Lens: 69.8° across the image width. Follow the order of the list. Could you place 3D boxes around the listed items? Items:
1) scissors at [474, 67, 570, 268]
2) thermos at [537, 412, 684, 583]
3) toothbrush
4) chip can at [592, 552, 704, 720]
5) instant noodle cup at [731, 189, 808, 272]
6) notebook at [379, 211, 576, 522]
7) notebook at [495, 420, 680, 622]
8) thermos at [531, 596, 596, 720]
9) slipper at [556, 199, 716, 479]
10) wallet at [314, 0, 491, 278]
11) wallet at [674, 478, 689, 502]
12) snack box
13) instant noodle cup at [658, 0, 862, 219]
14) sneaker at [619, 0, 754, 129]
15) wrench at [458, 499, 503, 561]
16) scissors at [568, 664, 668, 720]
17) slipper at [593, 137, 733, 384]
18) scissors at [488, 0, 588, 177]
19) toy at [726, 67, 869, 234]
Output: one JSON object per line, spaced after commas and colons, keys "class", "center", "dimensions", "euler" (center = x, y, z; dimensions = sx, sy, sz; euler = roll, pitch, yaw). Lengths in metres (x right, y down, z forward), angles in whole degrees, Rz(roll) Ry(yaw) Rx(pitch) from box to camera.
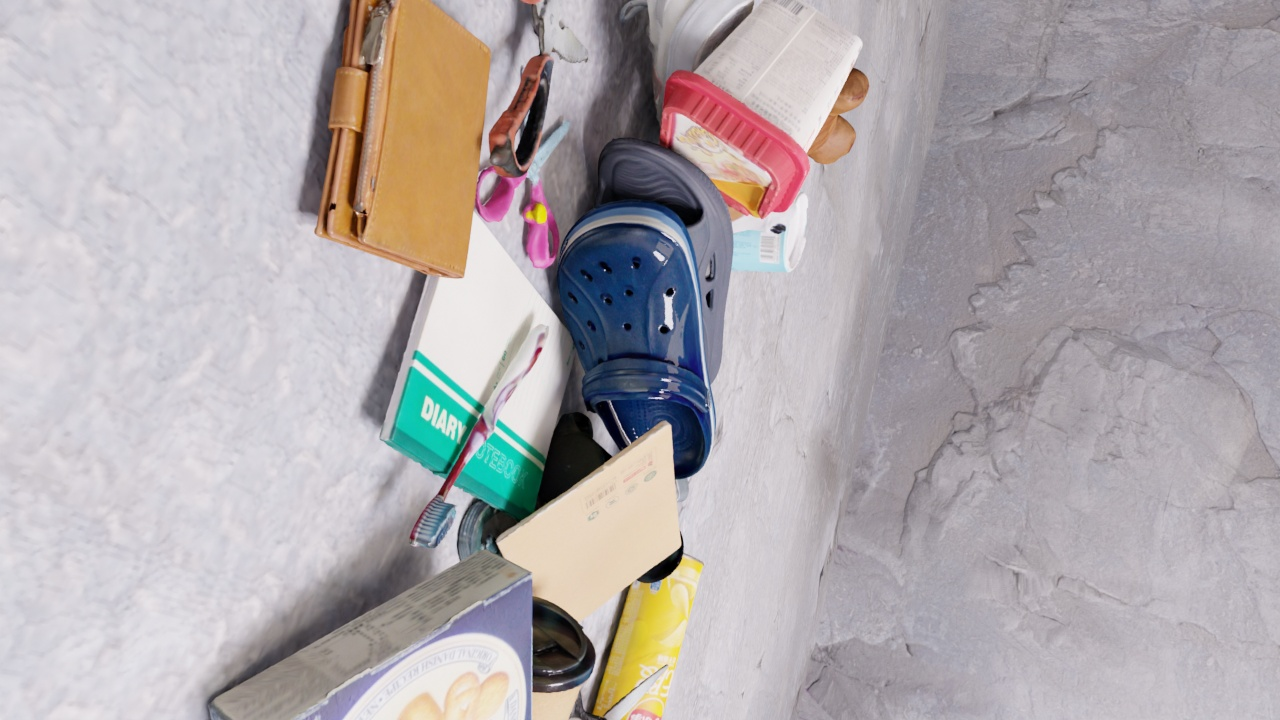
{"class": "scissors", "center": [-0.075, -0.122, 0.603], "dimensions": [0.134, 0.017, 0.133], "euler": [-35, 128, -59]}
{"class": "thermos", "center": [-0.021, 0.120, 0.790], "dimensions": [0.242, 0.068, 0.089], "euler": [60, 27, -59]}
{"class": "toothbrush", "center": [-0.092, 0.040, 0.567], "dimensions": [0.187, 0.017, 0.016], "euler": [-65, 154, -42]}
{"class": "chip can", "center": [0.003, 0.298, 0.929], "dimensions": [0.072, 0.072, 0.213], "euler": [57, 46, -61]}
{"class": "instant noodle cup", "center": [0.097, -0.134, 0.896], "dimensions": [0.111, 0.120, 0.111], "euler": [11, 89, -69]}
{"class": "notebook", "center": [-0.095, 0.013, 0.601], "dimensions": [0.209, 0.012, 0.150], "euler": [55, 43, -63]}
{"class": "notebook", "center": [-0.031, 0.142, 0.712], "dimensions": [0.147, 0.008, 0.208], "euler": [-34, 149, -17]}
{"class": "thermos", "center": [-0.088, 0.246, 0.652], "dimensions": [0.092, 0.093, 0.143], "euler": [-21, 127, -66]}
{"class": "slipper", "center": [-0.004, 0.004, 0.676], "dimensions": [0.095, 0.105, 0.253], "euler": [-75, 158, -47]}
{"class": "wallet", "center": [-0.116, -0.115, 0.469], "dimensions": [0.107, 0.031, 0.131], "euler": [14, 81, -68]}
{"class": "wallet", "center": [0.020, 0.086, 0.883], "dimensions": [0.129, 0.037, 0.106], "euler": [43, 36, -79]}
{"class": "snack box", "center": [-0.135, 0.224, 0.512], "dimensions": [0.177, 0.046, 0.183], "euler": [-24, 122, -49]}
{"class": "instant noodle cup", "center": [0.089, -0.186, 0.663], "dimensions": [0.124, 0.116, 0.116], "euler": [-54, 175, -9]}
{"class": "sneaker", "center": [0.031, -0.251, 0.748], "dimensions": [0.089, 0.091, 0.242], "euler": [-43, 173, -5]}
{"class": "wrench", "center": [-0.076, 0.160, 0.732], "dimensions": [0.273, 0.016, 0.056], "euler": [48, 56, -64]}
{"class": "scissors", "center": [-0.050, 0.325, 0.789], "dimensions": [0.220, 0.022, 0.232], "euler": [-48, 131, -30]}
{"class": "slipper", "center": [0.013, -0.049, 0.741], "dimensions": [0.269, 0.111, 0.083], "euler": [82, 30, -46]}
{"class": "scissors", "center": [-0.062, -0.199, 0.559], "dimensions": [0.223, 0.015, 0.189], "euler": [1, 92, -78]}
{"class": "toy", "center": [0.099, -0.168, 0.783], "dimensions": [0.199, 0.130, 0.140], "euler": [-34, 163, -5]}
